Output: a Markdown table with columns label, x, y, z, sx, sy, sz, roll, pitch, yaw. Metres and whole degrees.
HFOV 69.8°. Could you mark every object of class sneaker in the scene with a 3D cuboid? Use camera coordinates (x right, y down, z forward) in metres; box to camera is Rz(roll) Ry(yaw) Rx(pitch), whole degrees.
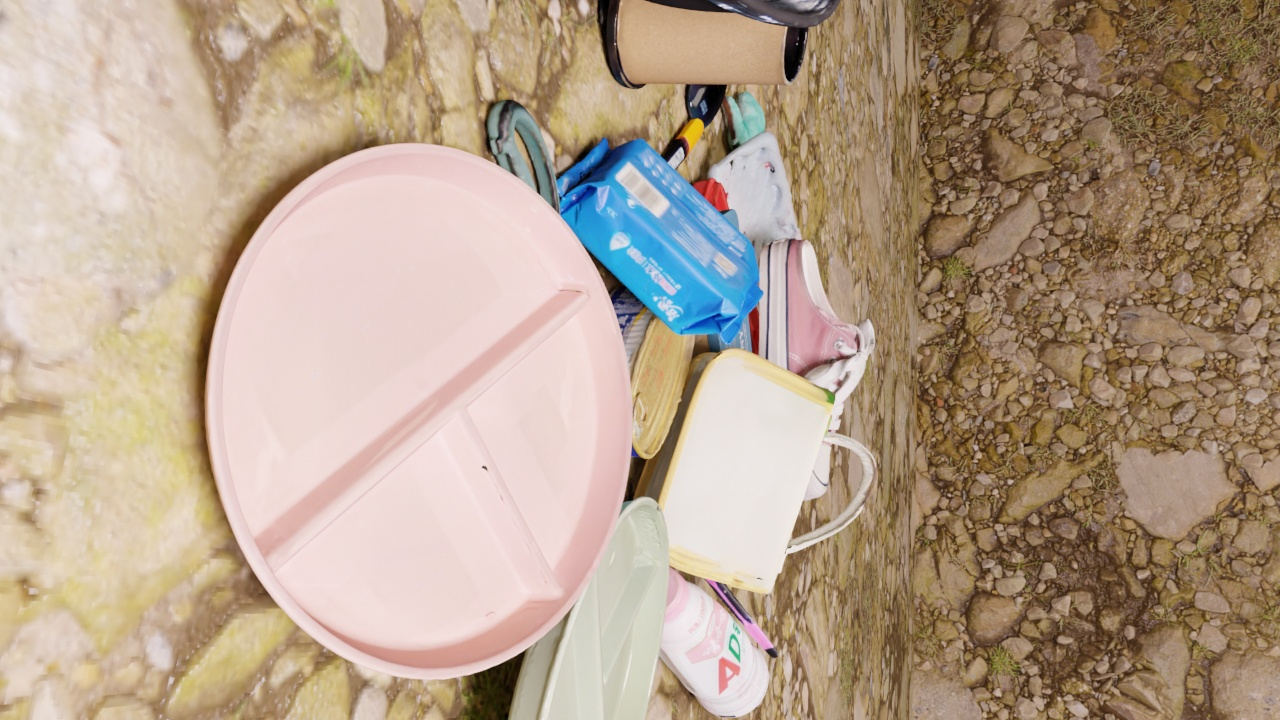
| label | x | y | z | sx | sy | sz | roll | pitch | yaw |
| --- | --- | --- | --- | --- | --- | --- | --- | --- | --- |
| sneaker | 0.160 | 0.005 | 0.823 | 0.118 | 0.088 | 0.241 | 10 | 76 | -62 |

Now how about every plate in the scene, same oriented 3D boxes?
| label | x | y | z | sx | sy | sz | roll | pitch | yaw |
| --- | --- | --- | --- | --- | --- | --- | --- | --- | --- |
| plate | -0.084 | 0.020 | 0.407 | 0.229 | 0.028 | 0.229 | 10 | 78 | -50 |
| plate | -0.027 | 0.191 | 0.538 | 0.230 | 0.027 | 0.230 | 10 | 89 | -73 |

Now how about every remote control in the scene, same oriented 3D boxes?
| label | x | y | z | sx | sy | sz | roll | pitch | yaw |
| --- | --- | --- | --- | --- | --- | --- | --- | --- | --- |
| remote control | 0.068 | -0.270 | 0.852 | 0.053 | 0.024 | 0.136 | 59 | 37 | -49 |

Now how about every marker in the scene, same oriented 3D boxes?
| label | x | y | z | sx | sy | sz | roll | pitch | yaw |
| --- | --- | --- | --- | --- | --- | --- | --- | --- | --- |
| marker | 0.028 | -0.172 | 0.770 | 0.123 | 0.015 | 0.018 | -60 | 141 | -46 |

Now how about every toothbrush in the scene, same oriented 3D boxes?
| label | x | y | z | sx | sy | sz | roll | pitch | yaw |
| --- | --- | --- | --- | --- | --- | --- | --- | --- | --- |
| toothbrush | 0.058 | 0.173 | 0.737 | 0.189 | 0.014 | 0.017 | 52 | 29 | -17 |

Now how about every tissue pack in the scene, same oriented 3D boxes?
| label | x | y | z | sx | sy | sz | roll | pitch | yaw |
| --- | --- | --- | --- | --- | --- | --- | --- | --- | --- |
| tissue pack | 0.015 | -0.078 | 0.612 | 0.157 | 0.052 | 0.094 | 43 | 35 | -6 |

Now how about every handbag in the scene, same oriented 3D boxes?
| label | x | y | z | sx | sy | sz | roll | pitch | yaw |
| --- | --- | --- | --- | --- | --- | --- | --- | --- | --- |
| handbag | 0.093 | 0.091 | 0.694 | 0.178 | 0.063 | 0.163 | 23 | 81 | -19 |

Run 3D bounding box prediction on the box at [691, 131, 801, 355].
| label | x | y | z | sx | sy | sz | roll | pitch | yaw |
| --- | --- | --- | --- | --- | --- | --- | --- | --- | --- |
| box | 0.100 | -0.098 | 0.879 | 0.159 | 0.064 | 0.201 | -53 | 139 | -30 |

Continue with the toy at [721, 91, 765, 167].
| label | x | y | z | sx | sy | sz | roll | pitch | yaw |
| --- | --- | --- | --- | --- | --- | --- | --- | --- | --- |
| toy | 0.106 | -0.241 | 0.939 | 0.096 | 0.030 | 0.091 | 58 | 35 | -42 |

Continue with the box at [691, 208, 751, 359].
| label | x | y | z | sx | sy | sz | roll | pitch | yaw |
| --- | --- | --- | --- | --- | --- | --- | --- | --- | --- |
| box | 0.050 | -0.030 | 0.754 | 0.089 | 0.063 | 0.184 | -43 | 127 | -59 |

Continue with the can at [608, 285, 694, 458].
| label | x | y | z | sx | sy | sz | roll | pitch | yaw |
| --- | --- | --- | --- | --- | --- | --- | --- | --- | --- |
| can | -0.004 | 0.004 | 0.638 | 0.147 | 0.049 | 0.075 | -69 | 149 | -42 |

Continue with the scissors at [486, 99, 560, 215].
| label | x | y | z | sx | sy | sz | roll | pitch | yaw |
| --- | --- | --- | --- | --- | --- | --- | --- | --- | --- |
| scissors | -0.065 | -0.071 | 0.535 | 0.177 | 0.019 | 0.171 | 48 | 45 | -55 |

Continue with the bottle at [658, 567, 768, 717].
| label | x | y | z | sx | sy | sz | roll | pitch | yaw |
| --- | --- | --- | --- | --- | --- | --- | --- | --- | --- |
| bottle | 0.046 | 0.224 | 0.733 | 0.197 | 0.068 | 0.068 | 58 | 38 | -46 |

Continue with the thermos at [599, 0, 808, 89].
| label | x | y | z | sx | sy | sz | roll | pitch | yaw |
| --- | --- | --- | --- | --- | --- | --- | --- | --- | --- |
| thermos | 0.043 | -0.237 | 0.656 | 0.093 | 0.143 | 0.093 | 14 | 89 | -69 |

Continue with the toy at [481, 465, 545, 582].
| label | x | y | z | sx | sy | sz | roll | pitch | yaw |
| --- | --- | --- | --- | --- | --- | --- | --- | --- | --- |
| toy | -0.054 | 0.077 | 0.515 | 0.161 | 0.050 | 0.156 | 33 | 66 | -61 |

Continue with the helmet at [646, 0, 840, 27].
| label | x | y | z | sx | sy | sz | roll | pitch | yaw |
| --- | --- | --- | --- | --- | --- | --- | --- | --- | --- |
| helmet | 0.025 | -0.314 | 0.489 | 0.232 | 0.231 | 0.275 | -48 | 133 | -38 |
